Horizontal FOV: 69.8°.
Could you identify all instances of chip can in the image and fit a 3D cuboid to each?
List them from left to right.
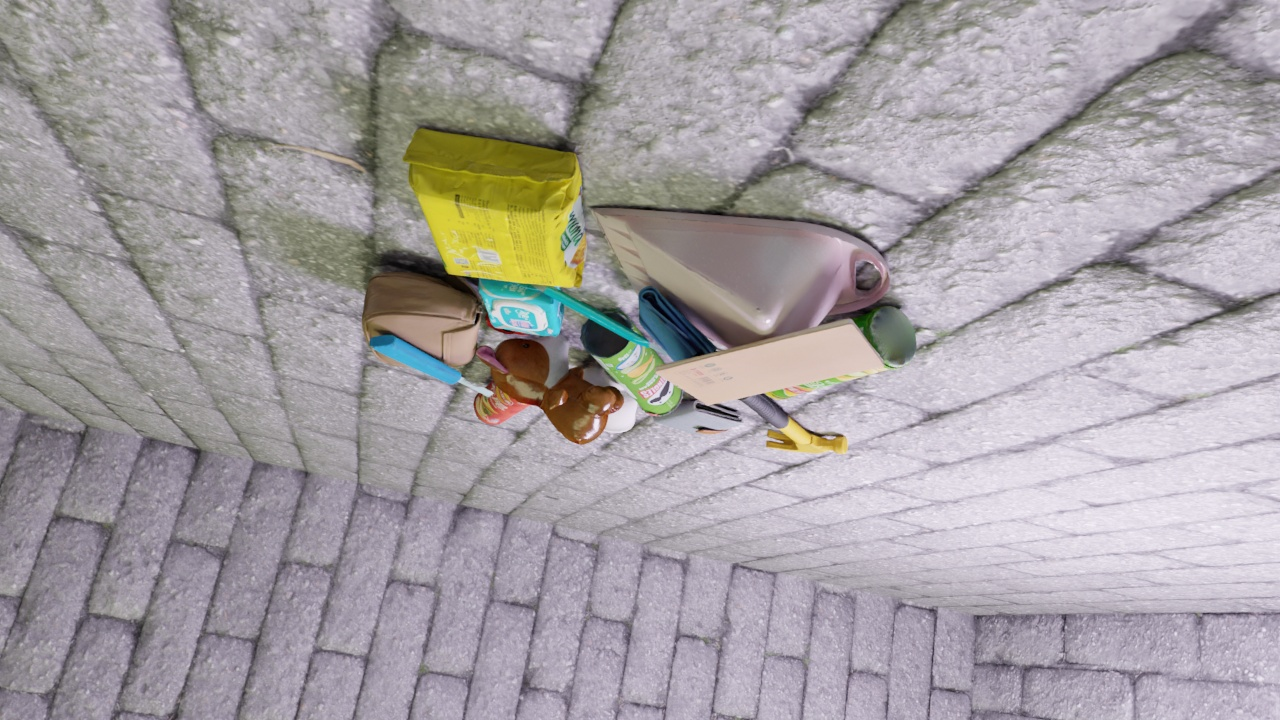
[{"bbox_3d":[-0.215,0.054,1.500,0.073,0.073,0.217,17,161,-20],"label":"chip can"},{"bbox_3d":[-0.007,0.007,1.250,0.072,0.072,0.236,3,160,21],"label":"chip can"},{"bbox_3d":[0.228,-0.006,1.088,0.072,0.072,0.222,19,160,-24],"label":"chip can"}]

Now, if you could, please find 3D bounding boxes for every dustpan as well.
[{"bbox_3d":[0.111,-0.100,0.976,0.273,0.138,0.222,34,171,19],"label":"dustpan"}]

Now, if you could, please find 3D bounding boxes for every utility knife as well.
[{"bbox_3d":[-0.261,0.013,1.189,0.034,0.018,0.218,-15,153,26],"label":"utility knife"},{"bbox_3d":[-0.044,-0.048,1.049,0.176,0.013,0.029,29,164,-10],"label":"utility knife"}]

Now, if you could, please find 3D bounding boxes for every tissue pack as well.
[{"bbox_3d":[-0.143,-0.075,1.114,0.093,0.050,0.134,10,161,3],"label":"tissue pack"}]

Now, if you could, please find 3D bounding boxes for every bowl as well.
[{"bbox_3d":[-0.047,0.044,1.367,0.118,0.118,0.065,18,123,-22],"label":"bowl"}]

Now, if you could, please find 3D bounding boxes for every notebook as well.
[{"bbox_3d":[0.138,0.007,0.964,0.208,0.008,0.147,-15,157,23],"label":"notebook"}]

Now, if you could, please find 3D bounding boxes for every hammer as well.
[{"bbox_3d":[0.221,0.095,1.449,0.129,0.032,0.300,-3,158,31],"label":"hammer"}]

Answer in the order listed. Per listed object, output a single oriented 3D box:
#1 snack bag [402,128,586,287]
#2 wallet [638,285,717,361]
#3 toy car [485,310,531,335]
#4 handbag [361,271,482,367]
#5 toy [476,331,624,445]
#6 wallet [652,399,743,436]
[{"bbox_3d":[-0.137,-0.135,0.911,0.158,0.068,0.247,10,162,2],"label":"snack bag"},{"bbox_3d":[0.039,-0.030,1.038,0.106,0.040,0.133,45,174,7],"label":"wallet"},{"bbox_3d":[-0.155,-0.052,1.220,0.106,0.031,0.049,-2,159,27],"label":"toy car"},{"bbox_3d":[-0.281,-0.055,1.185,0.147,0.099,0.205,6,162,-11],"label":"handbag"},{"bbox_3d":[-0.124,0.026,1.270,0.199,0.130,0.140,26,179,8],"label":"toy"},{"bbox_3d":[0.096,0.100,1.522,0.106,0.037,0.130,20,159,-25],"label":"wallet"}]
